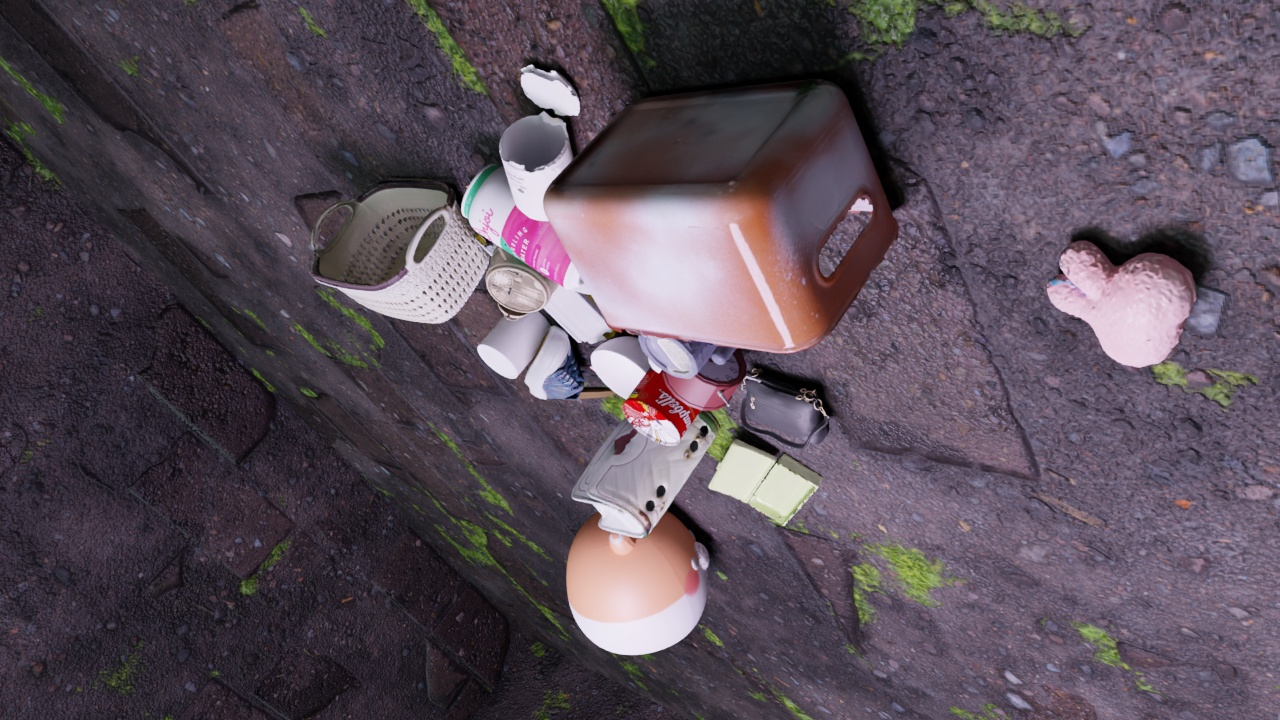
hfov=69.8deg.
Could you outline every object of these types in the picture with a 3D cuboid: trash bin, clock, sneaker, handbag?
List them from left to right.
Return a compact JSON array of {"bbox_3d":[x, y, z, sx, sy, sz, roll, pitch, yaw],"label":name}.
[{"bbox_3d":[-0.156,-0.090,1.172,0.093,0.054,0.141,21,142,-5],"label":"clock"},{"bbox_3d":[-0.121,0.020,1.377,0.079,0.087,0.236,24,163,0],"label":"sneaker"},{"bbox_3d":[0.008,0.148,1.308,0.142,0.198,0.096,-2,133,51],"label":"handbag"},{"bbox_3d":[0.068,0.003,1.098,0.137,0.096,0.048,43,135,15],"label":"clock"},{"bbox_3d":[0.064,-0.131,0.798,0.260,0.181,0.157,11,143,44],"label":"trash bin"},{"bbox_3d":[0.174,0.056,1.114,0.129,0.054,0.079,21,145,37],"label":"handbag"}]

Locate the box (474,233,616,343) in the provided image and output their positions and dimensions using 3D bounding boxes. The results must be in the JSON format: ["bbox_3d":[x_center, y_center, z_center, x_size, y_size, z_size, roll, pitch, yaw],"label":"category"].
[{"bbox_3d":[-0.129,-0.097,1.236,0.128,0.045,0.209,7,149,51],"label":"box"}]

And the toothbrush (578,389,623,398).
[{"bbox_3d":[-0.060,0.052,1.442,0.016,0.016,0.167,47,153,-23],"label":"toothbrush"}]

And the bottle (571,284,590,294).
[{"bbox_3d":[-0.035,-0.095,1.132,0.136,0.044,0.044,18,149,34],"label":"bottle"}]

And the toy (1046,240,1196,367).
[{"bbox_3d":[0.367,-0.047,0.706,0.105,0.053,0.108,36,157,29],"label":"toy"}]

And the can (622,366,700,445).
[{"bbox_3d":[0.044,0.037,1.170,0.087,0.116,0.087,29,153,16],"label":"can"}]

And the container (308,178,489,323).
[{"bbox_3d":[-0.331,-0.148,1.272,0.252,0.184,0.143,11,153,41],"label":"container"}]

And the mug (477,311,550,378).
[{"bbox_3d":[-0.193,-0.024,1.395,0.074,0.090,0.111,37,154,-1],"label":"mug"}]

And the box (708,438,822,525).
[{"bbox_3d":[0.176,0.176,1.334,0.138,0.029,0.187,27,153,8],"label":"box"}]

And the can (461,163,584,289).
[{"bbox_3d":[-0.123,-0.159,1.085,0.166,0.088,0.088,33,154,9],"label":"can"}]

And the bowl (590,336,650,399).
[{"bbox_3d":[-0.007,0.007,1.260,0.115,0.050,0.115,29,153,16],"label":"bowl"}]

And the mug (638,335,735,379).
[{"bbox_3d":[0.072,-0.041,1.020,0.124,0.103,0.084,10,142,45],"label":"mug"}]

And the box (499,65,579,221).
[{"bbox_3d":[-0.108,-0.227,0.972,0.084,0.094,0.166,33,163,17],"label":"box"}]

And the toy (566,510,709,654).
[{"bbox_3d":[-0.006,0.381,1.655,0.266,0.262,0.281,-13,116,6],"label":"toy"}]
